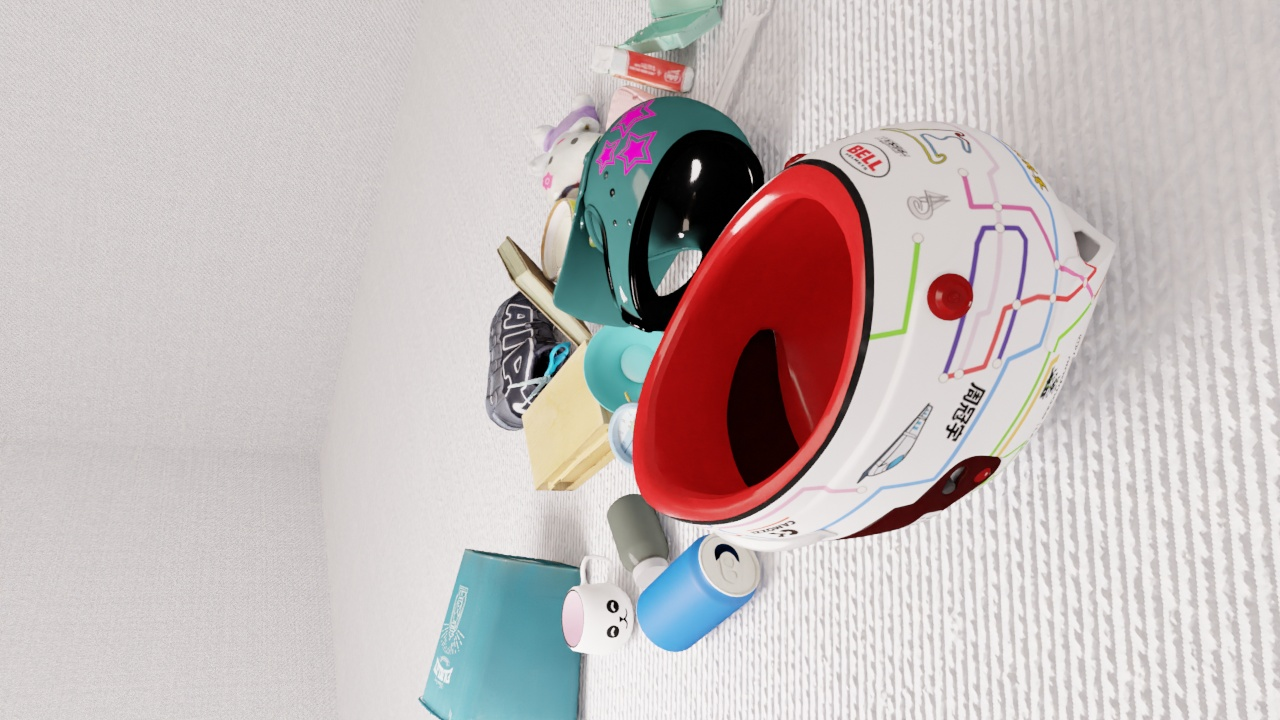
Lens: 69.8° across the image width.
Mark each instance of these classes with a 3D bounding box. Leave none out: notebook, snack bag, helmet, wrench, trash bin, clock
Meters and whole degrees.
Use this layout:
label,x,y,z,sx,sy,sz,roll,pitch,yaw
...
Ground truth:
label,x,y,z,sx,sy,sz,roll,pitch,yaw
notebook,-0.129,-0.087,1.350,0.034,0.190,0.215,-42,24,2
snack bag,0.002,-0.371,1.169,0.077,0.115,0.036,-137,58,-62
helmet,0.011,-0.155,1.019,0.200,0.176,0.275,35,107,58
wrench,0.089,-0.291,1.067,0.047,0.009,0.274,29,116,14
trash bin,-0.182,0.388,1.288,0.197,0.199,0.218,-12,67,62
helmet,0.161,-0.006,0.632,0.315,0.235,0.231,-60,37,24
clock,0.016,0.095,1.082,0.124,0.051,0.089,39,116,28

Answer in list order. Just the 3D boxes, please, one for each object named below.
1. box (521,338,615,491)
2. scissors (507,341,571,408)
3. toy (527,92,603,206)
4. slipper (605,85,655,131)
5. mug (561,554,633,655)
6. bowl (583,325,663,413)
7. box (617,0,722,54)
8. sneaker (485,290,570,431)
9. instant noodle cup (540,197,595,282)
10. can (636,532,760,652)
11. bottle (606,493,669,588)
label,x,y,z,sx,sy,sz,roll,pitch,yaw
box,-0.084,0.083,1.268,0.250,0.091,0.128,135,138,-52
scissors,-0.129,0.028,1.333,0.127,0.127,0.014,-49,54,10
toy,-0.101,-0.306,1.374,0.138,0.085,0.209,-33,39,15
slipper,0.017,-0.289,1.186,0.221,0.055,0.107,37,118,48
mug,-0.051,0.307,1.157,0.090,0.076,0.123,-26,61,59
bowl,-0.007,0.007,1.146,0.046,0.121,0.121,-28,-49,-73
box,0.029,-0.449,1.169,0.187,0.078,0.113,32,135,60
sneaker,-0.161,-0.024,1.433,0.151,0.097,0.252,-22,53,44
instant noodle cup,-0.077,-0.162,1.292,0.146,0.097,0.146,-24,63,60
can,0.058,0.242,0.954,0.146,0.078,0.078,-54,39,44
bottle,0.000,0.215,1.097,0.060,0.060,0.108,-64,32,33
